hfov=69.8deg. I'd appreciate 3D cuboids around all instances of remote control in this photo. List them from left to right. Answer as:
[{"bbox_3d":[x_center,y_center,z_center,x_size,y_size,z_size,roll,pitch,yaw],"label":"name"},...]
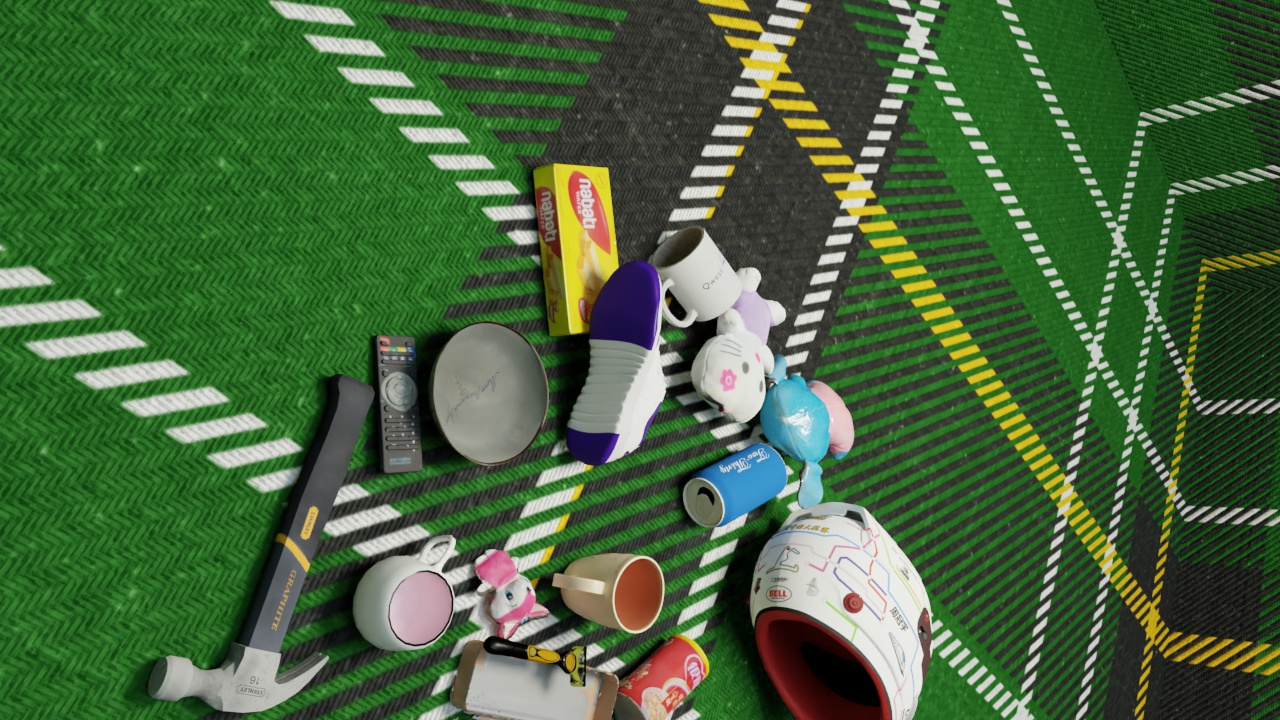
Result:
[{"bbox_3d":[-0.248,0.044,0.932,0.045,0.021,0.140,3,79,-45],"label":"remote control"}]

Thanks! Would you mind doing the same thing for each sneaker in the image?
[{"bbox_3d":[-0.007,0.007,1.094,0.111,0.092,0.244,3,105,-58],"label":"sneaker"}]

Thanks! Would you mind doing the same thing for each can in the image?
[{"bbox_3d":[0.024,0.401,1.135,0.124,0.067,0.067,-31,108,-41],"label":"can"},{"bbox_3d":[0.131,0.169,1.250,0.145,0.079,0.079,-19,100,-44],"label":"can"}]

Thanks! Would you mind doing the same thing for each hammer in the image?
[{"bbox_3d":[-0.320,0.159,0.843,0.139,0.035,0.312,31,66,-41],"label":"hammer"}]

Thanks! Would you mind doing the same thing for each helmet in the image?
[{"bbox_3d":[0.288,0.357,1.280,0.235,0.232,0.314,-38,107,-43],"label":"helmet"}]

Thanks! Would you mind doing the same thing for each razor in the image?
[{"bbox_3d":[-0.112,0.321,0.996,0.144,0.021,0.044,28,50,-37],"label":"razor"}]

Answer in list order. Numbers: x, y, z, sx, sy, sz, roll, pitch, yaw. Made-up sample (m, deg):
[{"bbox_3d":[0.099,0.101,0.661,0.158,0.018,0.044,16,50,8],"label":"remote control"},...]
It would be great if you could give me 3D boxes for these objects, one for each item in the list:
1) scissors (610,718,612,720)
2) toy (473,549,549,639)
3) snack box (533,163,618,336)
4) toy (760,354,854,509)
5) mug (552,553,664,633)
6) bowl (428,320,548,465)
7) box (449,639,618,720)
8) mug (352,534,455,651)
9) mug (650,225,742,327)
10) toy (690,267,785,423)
[{"bbox_3d":[-0.039,0.494,1.106,0.130,0.014,0.125,20,72,-39],"label":"scissors"},{"bbox_3d":[-0.142,0.254,1.001,0.065,0.050,0.102,-34,105,-36],"label":"toy"},{"bbox_3d":[-0.073,-0.132,1.101,0.092,0.042,0.200,-7,92,-46],"label":"snack box"},{"bbox_3d":[0.247,0.098,1.342,0.191,0.099,0.224,2,65,-52],"label":"toy"},{"bbox_3d":[-0.047,0.260,1.051,0.111,0.105,0.085,22,71,-40],"label":"mug"},{"bbox_3d":[-0.173,0.035,0.980,0.150,0.057,0.150,4,84,-44],"label":"bowl"},{"bbox_3d":[-0.111,0.398,1.006,0.216,0.071,0.156,29,38,-39],"label":"box"},{"bbox_3d":[-0.225,0.223,0.899,0.090,0.076,0.123,49,55,-30],"label":"mug"},{"bbox_3d":[0.065,-0.101,1.209,0.096,0.083,0.119,50,63,-29],"label":"mug"},{"bbox_3d":[0.130,-0.019,1.260,0.137,0.086,0.208,48,51,-42],"label":"toy"}]
